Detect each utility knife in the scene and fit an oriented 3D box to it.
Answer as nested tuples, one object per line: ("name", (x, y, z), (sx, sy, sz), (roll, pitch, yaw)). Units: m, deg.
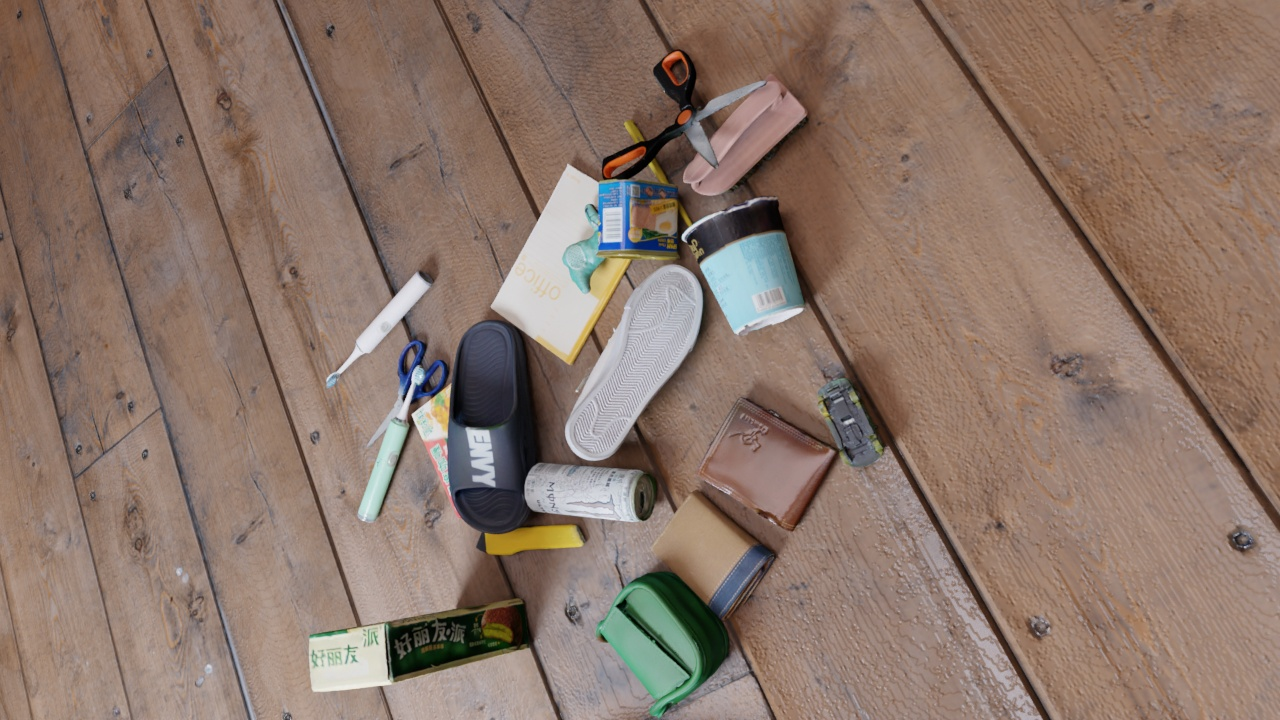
("utility knife", (-0.134, 0.217, 1.107), (0.154, 0.015, 0.033), (-8, 87, 26))

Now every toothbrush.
("toothbrush", (-0.325, 0.110, 1.207), (0.027, 0.026, 0.224), (29, 102, 38))
("toothbrush", (0.032, -0.208, 1.065), (0.017, 0.015, 0.190), (-36, 69, 15))
("toothbrush", (-0.361, -0.039, 1.250), (0.221, 0.026, 0.026), (-44, 25, 17))

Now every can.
("can", (-0.058, 0.150, 1.049), (0.147, 0.058, 0.058), (1, 85, 28))
("can", (-0.002, -0.155, 1.019), (0.057, 0.101, 0.083), (4, 95, 41))

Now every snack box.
("snack box", (-0.239, 0.315, 1.024), (0.115, 0.239, 0.063), (-16, 76, 27))
("snack box", (-0.227, 0.113, 1.161), (0.077, 0.027, 0.155), (-37, 69, 19))

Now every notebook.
("notebook", (-0.086, -0.118, 1.120), (0.146, 0.010, 0.206), (35, 101, 26))

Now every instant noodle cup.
("instant noodle cup", (0.115, -0.094, 0.964), (0.111, 0.111, 0.120), (-23, 83, 24))

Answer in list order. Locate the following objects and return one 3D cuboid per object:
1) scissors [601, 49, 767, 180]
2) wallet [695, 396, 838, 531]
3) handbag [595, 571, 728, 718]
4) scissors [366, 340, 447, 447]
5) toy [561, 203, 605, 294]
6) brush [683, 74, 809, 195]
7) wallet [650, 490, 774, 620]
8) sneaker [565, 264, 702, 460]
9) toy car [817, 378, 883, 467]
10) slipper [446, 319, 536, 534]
("scissors", (0.042, -0.266, 1.016), (0.235, 0.021, 0.220), (-27, 48, 32))
("wallet", (0.132, 0.107, 0.968), (0.124, 0.032, 0.101), (30, 96, 27))
("handbag", (0.020, 0.302, 0.991), (0.131, 0.067, 0.120), (48, 114, 23))
("scissors", (-0.309, 0.058, 1.221), (0.140, 0.012, 0.171), (4, 88, 28))
("toy", (-0.055, -0.138, 1.085), (0.092, 0.030, 0.096), (-39, 62, 14))
("brush", (0.108, -0.238, 0.995), (0.146, 0.073, 0.063), (-43, 68, 19))
("wallet", (0.076, 0.208, 0.986), (0.115, 0.033, 0.090), (38, 100, 27))
("sneaker", (-0.006, 0.006, 1.034), (0.089, 0.091, 0.242), (31, 80, -2))
("toy car", (0.213, 0.063, 0.925), (0.043, 0.036, 0.091), (-27, 71, 22))
("slipper", (-0.189, 0.071, 1.095), (0.111, 0.083, 0.267), (-7, 73, 12))
